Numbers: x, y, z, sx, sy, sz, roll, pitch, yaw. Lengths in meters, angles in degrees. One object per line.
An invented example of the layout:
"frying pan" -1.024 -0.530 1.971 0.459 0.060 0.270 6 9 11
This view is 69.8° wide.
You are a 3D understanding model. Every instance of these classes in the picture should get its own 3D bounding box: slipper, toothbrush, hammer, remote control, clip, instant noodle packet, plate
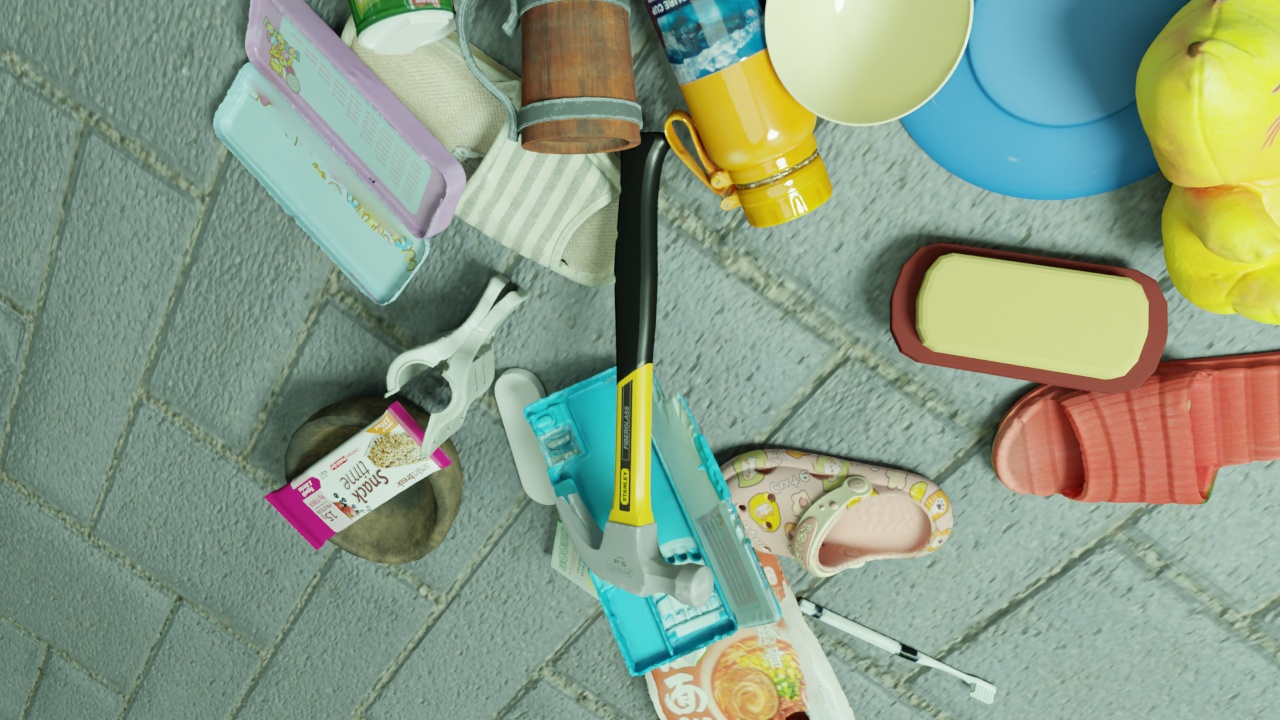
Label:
"slipper" 0.146 0.127 0.729 0.197 0.081 0.093 2 117 15
"toothbrush" 0.225 0.256 0.810 0.187 0.017 0.012 24 133 4
"hammer" -0.004 0.004 0.648 0.127 0.029 0.323 4 95 36
"remote control" -0.095 0.069 0.812 0.043 0.013 0.137 -4 116 19
"slipper" -0.110 -0.157 0.674 0.272 0.053 0.115 42 116 -6
"clip" -0.154 -0.007 0.732 0.105 0.126 0.152 17 99 -3
"instant noodle packet" 0.087 0.274 0.845 0.165 0.083 0.221 -16 100 29
"slipper" 0.371 0.051 0.630 0.249 0.059 0.103 -14 113 22
"plate" 0.258 -0.201 0.547 0.224 0.024 0.225 8 119 14

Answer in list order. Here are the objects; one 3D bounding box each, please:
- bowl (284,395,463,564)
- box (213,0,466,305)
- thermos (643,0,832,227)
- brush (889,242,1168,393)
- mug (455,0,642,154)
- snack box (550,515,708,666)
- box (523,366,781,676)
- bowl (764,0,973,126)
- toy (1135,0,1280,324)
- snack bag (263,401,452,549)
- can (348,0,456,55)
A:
"bowl" -0.235 0.101 0.839 0.162 0.070 0.162 8 119 13
"box" -0.231 -0.159 0.691 0.214 0.040 0.152 46 125 6
"thermos" 0.049 -0.200 0.588 0.092 0.076 0.233 -4 119 47
"brush" 0.256 -0.029 0.611 0.173 0.042 0.082 10 90 12
"mug" -0.059 -0.196 0.598 0.117 0.081 0.111 -3 94 0
"snack box" -0.001 0.169 0.797 0.168 0.027 0.132 29 125 25
"box" 0.015 0.107 0.704 0.169 0.086 0.227 -32 75 33
"bowl" 0.142 -0.203 0.540 0.118 0.073 0.118 13 116 28
"toy" 0.334 -0.121 0.517 0.088 0.134 0.194 12 145 49
"snack bag" -0.248 0.104 0.793 0.197 0.016 0.070 -32 106 29
"can" -0.166 -0.270 0.600 0.067 0.067 0.121 -12 96 23
